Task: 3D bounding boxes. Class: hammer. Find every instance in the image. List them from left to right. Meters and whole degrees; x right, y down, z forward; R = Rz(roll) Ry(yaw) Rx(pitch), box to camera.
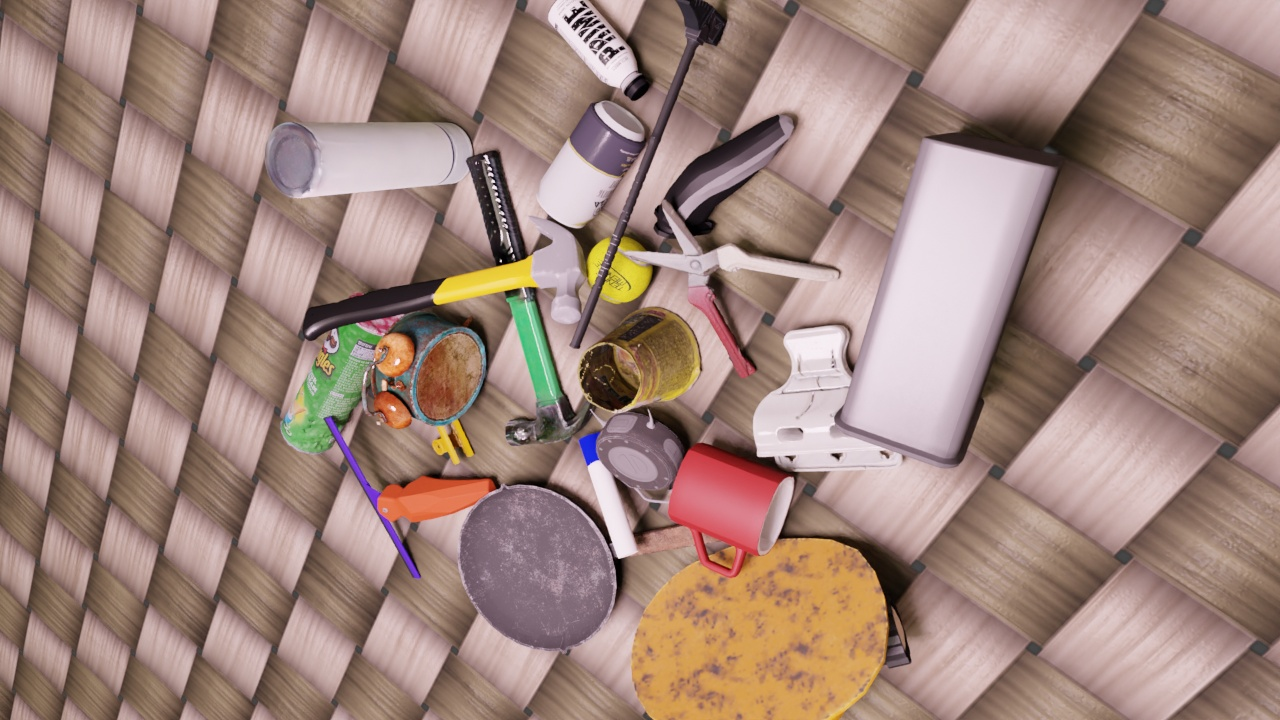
[{"bbox_3d":[-0.206,-0.070,0.937,0.324,0.029,0.126,-10,57,18],"label":"hammer"},{"bbox_3d":[-0.127,-0.065,0.988,0.130,0.032,0.319,-10,100,30],"label":"hammer"},{"bbox_3d":[-0.004,-0.159,0.819,0.015,0.094,0.325,26,103,18],"label":"hammer"}]

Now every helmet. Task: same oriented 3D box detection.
[{"bbox_3d":[0.131,0.294,0.898,0.256,0.204,0.131,-19,132,17],"label":"helmet"}]

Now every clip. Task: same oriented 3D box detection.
[{"bbox_3d":[-0.229,0.099,1.092,0.048,0.046,0.054,-24,96,5],"label":"clip"},{"bbox_3d":[0.167,0.043,0.846,0.127,0.109,0.151,-6,113,25],"label":"clip"}]

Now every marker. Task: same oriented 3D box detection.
[{"bbox_3d":[-0.033,0.143,0.980,0.027,0.023,0.133,-18,74,-7],"label":"marker"}]

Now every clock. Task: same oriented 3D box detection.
[{"bbox_3d":[-0.246,0.013,0.998,0.073,0.157,0.121,18,113,28],"label":"clock"},{"bbox_3d":[0.003,0.095,0.953,0.091,0.043,0.123,-2,133,36],"label":"clock"}]

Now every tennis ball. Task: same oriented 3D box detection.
[{"bbox_3d":[-0.021,-0.090,0.906,0.065,0.065,0.065,8,109,25],"label":"tennis ball"}]

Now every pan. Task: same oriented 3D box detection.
[{"bbox_3d":[-0.049,0.215,1.031,0.358,0.040,0.207,-17,95,23],"label":"pan"}]

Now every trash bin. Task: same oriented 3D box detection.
[{"bbox_3d":[0.243,-0.056,0.712,0.098,0.191,0.220,20,112,20],"label":"trash bin"}]

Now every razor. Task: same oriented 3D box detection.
[{"bbox_3d":[0.075,-0.171,0.842,0.060,0.057,0.157,32,123,-21],"label":"razor"}]

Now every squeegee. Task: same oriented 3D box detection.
[{"bbox_3d":[-0.258,0.166,1.101,0.185,0.055,0.250,-12,115,21],"label":"squeegee"}]

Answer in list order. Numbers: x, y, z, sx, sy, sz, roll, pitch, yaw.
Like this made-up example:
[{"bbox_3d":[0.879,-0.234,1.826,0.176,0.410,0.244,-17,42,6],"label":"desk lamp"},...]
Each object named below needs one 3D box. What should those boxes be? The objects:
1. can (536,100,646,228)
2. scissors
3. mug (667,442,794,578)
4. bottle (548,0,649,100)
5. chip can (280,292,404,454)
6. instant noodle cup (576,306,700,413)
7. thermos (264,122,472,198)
[{"bbox_3d":[-0.052,-0.185,0.892,0.064,0.064,0.128,44,120,9],"label":"can"},{"bbox_3d":[0.091,-0.074,0.857,0.180,0.015,0.199,-17,115,18],"label":"scissors"},{"bbox_3d":[0.085,0.151,0.905,0.097,0.080,0.116,19,92,25],"label":"mug"},{"bbox_3d":[-0.036,-0.294,0.865,0.116,0.041,0.041,50,120,5],"label":"bottle"},{"bbox_3d":[-0.363,0.020,1.109,0.075,0.075,0.224,44,120,8],"label":"chip can"},{"bbox_3d":[-0.006,0.005,0.902,0.102,0.108,0.102,7,106,25],"label":"instant noodle cup"},{"bbox_3d":[-0.255,-0.199,0.895,0.068,0.229,0.068,7,106,25],"label":"thermos"}]
